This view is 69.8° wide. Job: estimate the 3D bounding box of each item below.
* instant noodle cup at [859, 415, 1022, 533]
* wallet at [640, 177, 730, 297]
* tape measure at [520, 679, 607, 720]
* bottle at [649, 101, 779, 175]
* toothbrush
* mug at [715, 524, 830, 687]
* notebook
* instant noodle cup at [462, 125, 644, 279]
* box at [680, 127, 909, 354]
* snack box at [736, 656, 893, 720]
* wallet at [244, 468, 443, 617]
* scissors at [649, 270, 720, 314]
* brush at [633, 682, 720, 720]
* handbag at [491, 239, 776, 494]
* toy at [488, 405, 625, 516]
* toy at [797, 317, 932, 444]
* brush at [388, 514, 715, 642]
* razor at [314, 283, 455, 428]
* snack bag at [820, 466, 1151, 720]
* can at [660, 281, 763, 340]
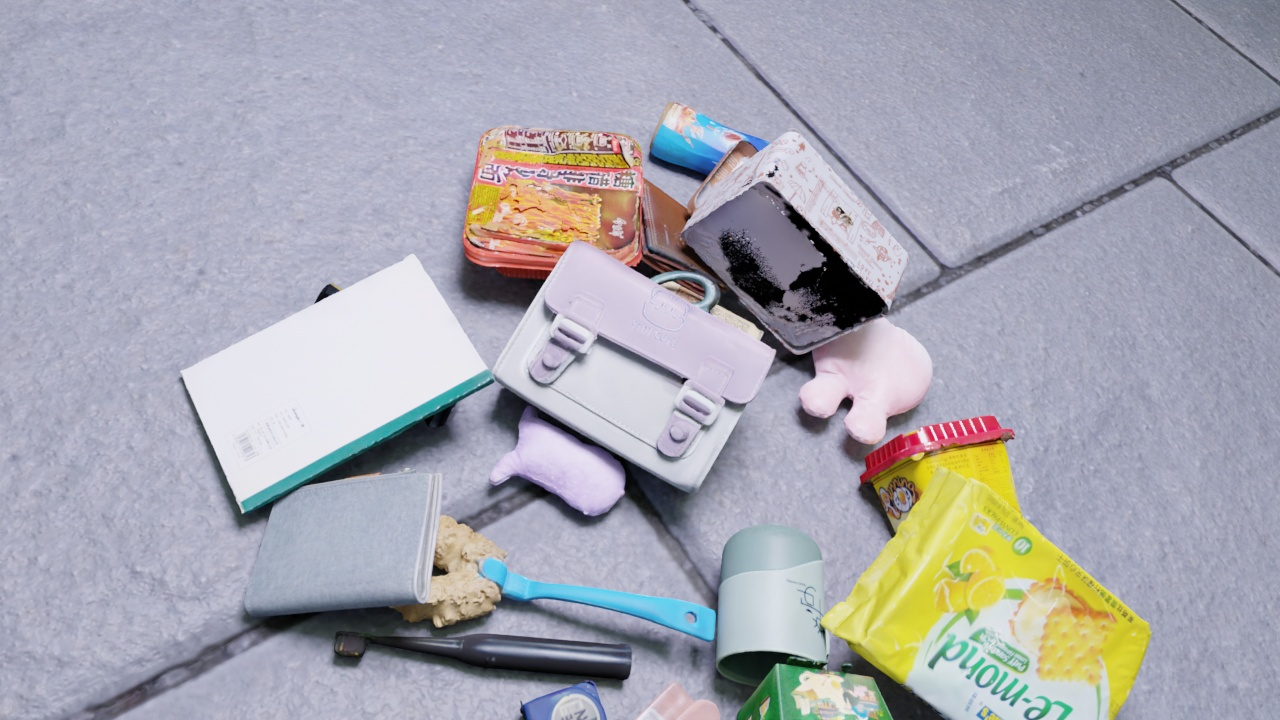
[{"bbox_3d":[0.272,0.125,0.804,0.116,0.116,0.123,-8,70,-17],"label":"instant noodle cup"},{"bbox_3d":[0.037,-0.123,0.917,0.101,0.032,0.124,27,34,-28],"label":"wallet"},{"bbox_3d":[-0.052,0.259,0.648,0.058,0.025,0.054,-13,62,-21],"label":"tape measure"},{"bbox_3d":[0.120,-0.220,1.031,0.218,0.065,0.065,24,51,-2],"label":"bottle"},{"bbox_3d":[-0.111,0.211,0.663,0.212,0.026,0.027,8,41,-12],"label":"toothbrush"},{"bbox_3d":[0.112,0.196,0.721,0.111,0.082,0.106,35,44,-31],"label":"mug"},{"bbox_3d":[-0.241,0.012,0.727,0.209,0.012,0.150,-29,61,-15],"label":"notebook"},{"bbox_3d":[-0.081,-0.142,0.887,0.164,0.079,0.188,4,52,-3],"label":"instant noodle cup"},{"bbox_3d":[0.161,-0.136,0.891,0.181,0.158,0.197,44,51,-12],"label":"box"},{"bbox_3d":[0.122,0.284,0.645,0.118,0.118,0.105,13,40,-12],"label":"snack box"},{"bbox_3d":[-0.208,0.130,0.660,0.130,0.037,0.106,-8,51,12],"label":"wallet"},{"bbox_3d":[0.019,0.009,0.829,0.170,0.019,0.181,-32,84,-5],"label":"scissors"},{"bbox_3d":[-0.006,0.285,0.615,0.145,0.073,0.063,-33,71,-32],"label":"brush"},{"bbox_3d":[-0.005,0.005,0.773,0.197,0.098,0.145,29,84,3],"label":"handbag"},{"bbox_3d":[-0.063,0.089,0.759,0.108,0.039,0.083,28,51,-1],"label":"toy"},{"bbox_3d":[0.217,0.015,0.897,0.121,0.054,0.159,32,51,15],"label":"toy"},{"bbox_3d":[-0.067,0.173,0.687,0.254,0.046,0.083,12,48,-3],"label":"brush"},{"bbox_3d":[-0.214,-0.011,0.781,0.167,0.062,0.067,36,22,16],"label":"razor"},{"bbox_3d":[0.272,0.208,0.708,0.246,0.068,0.158,39,81,-12],"label":"snack bag"},{"bbox_3d":[0.053,-0.030,0.873,0.116,0.059,0.058,28,51,3],"label":"can"}]
